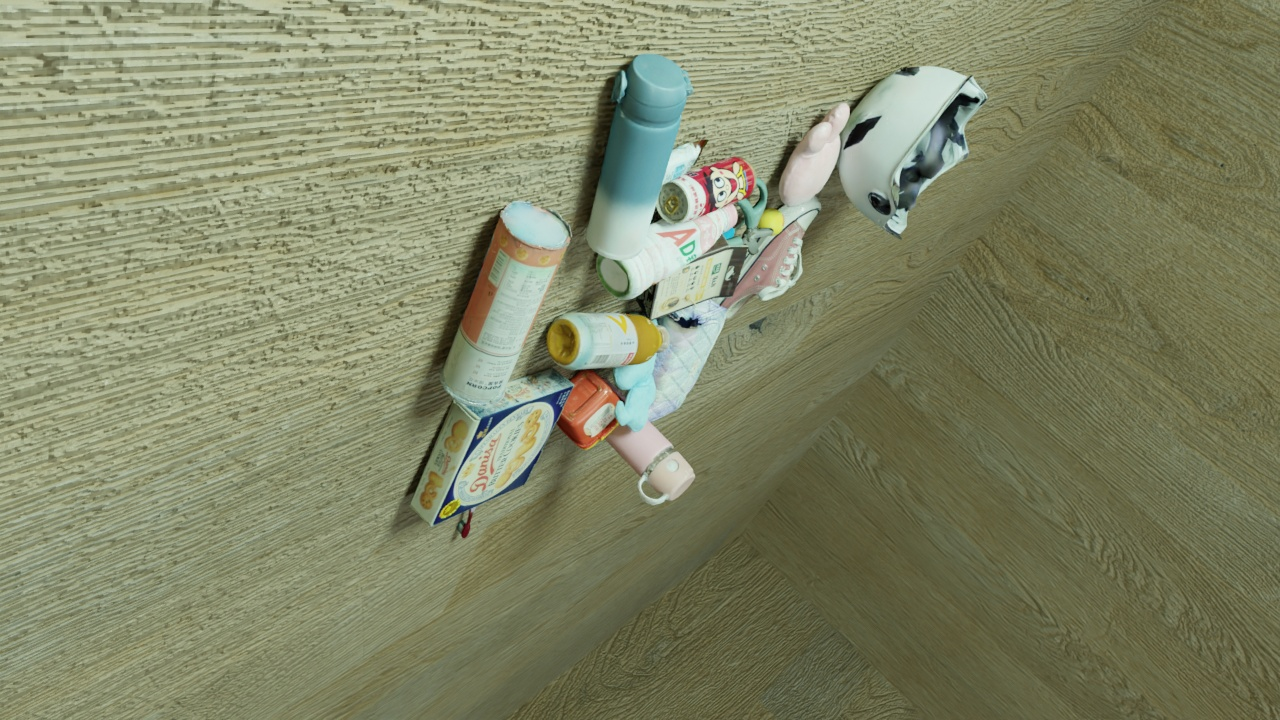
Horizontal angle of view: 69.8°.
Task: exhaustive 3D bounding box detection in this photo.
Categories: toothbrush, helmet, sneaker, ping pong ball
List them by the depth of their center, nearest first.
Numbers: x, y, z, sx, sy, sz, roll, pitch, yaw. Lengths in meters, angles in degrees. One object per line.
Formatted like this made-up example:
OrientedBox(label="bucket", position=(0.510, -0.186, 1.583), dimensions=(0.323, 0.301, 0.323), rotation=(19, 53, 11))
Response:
OrientedBox(label="toothbrush", position=(-0.236, 0.194, 1.289), dimensions=(0.016, 0.017, 0.188), rotation=(-26, 152, -39))
OrientedBox(label="helmet", position=(0.365, -0.316, 1.303), dimensions=(0.229, 0.146, 0.258), rotation=(-52, 158, -5))
OrientedBox(label="ping pong ball", position=(0.189, -0.201, 1.332), dimensions=(0.040, 0.040, 0.040), rotation=(-40, 161, -17))
OrientedBox(label="sneaker", position=(0.204, -0.145, 1.407), dimensions=(0.241, 0.088, 0.118), rotation=(-50, 161, 15))

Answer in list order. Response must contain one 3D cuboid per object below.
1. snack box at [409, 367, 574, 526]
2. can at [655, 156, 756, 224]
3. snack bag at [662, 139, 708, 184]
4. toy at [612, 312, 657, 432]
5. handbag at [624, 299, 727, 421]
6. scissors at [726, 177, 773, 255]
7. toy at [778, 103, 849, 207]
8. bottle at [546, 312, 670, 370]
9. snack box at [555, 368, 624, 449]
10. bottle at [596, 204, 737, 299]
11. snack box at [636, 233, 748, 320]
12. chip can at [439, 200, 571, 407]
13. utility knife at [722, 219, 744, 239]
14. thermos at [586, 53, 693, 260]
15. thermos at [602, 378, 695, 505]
OrientedBox(label="snack box", position=(-0.184, 0.106, 1.149), dimensions=(0.182, 0.046, 0.178), rotation=(-20, 145, -53))
OrientedBox(label="can", position=(0.077, -0.199, 1.071), dimensions=(0.132, 0.053, 0.053), rotation=(-28, 155, -42))
OrientedBox(label="snack bag", position=(0.030, -0.210, 0.990), dimensions=(0.104, 0.026, 0.048), rotation=(-34, 165, -33))
OrientedBox(label="toy", position=(-0.007, 0.007, 1.255), dimensions=(0.156, 0.050, 0.161), rotation=(69, 36, -44))
OrientedBox(label="handbag", position=(0.053, -0.007, 1.368), dimensions=(0.133, 0.075, 0.194), rotation=(-25, 146, -47))
OrientedBox(label="scissors", position=(0.123, -0.168, 1.253), dimensions=(0.176, 0.019, 0.175), rotation=(-43, 152, -5))
OrientedBox(label="toy", position=(0.238, -0.279, 1.251), dimensions=(0.121, 0.054, 0.160), rotation=(-45, 164, -29))
OrientedBox(label="bottle", position=(-0.033, -0.025, 1.140), dimensions=(0.189, 0.068, 0.068), rotation=(-3, 135, -51))
OrientedBox(label="snack box", position=(-0.074, 0.065, 1.268), dimensions=(0.091, 0.082, 0.080), rotation=(-43, 152, -11))
OrientedBox(label="bottle", position=(0.038, -0.141, 1.087), dimensions=(0.196, 0.068, 0.068), rotation=(-33, 158, -33))
OrientedBox(label="snack box", position=(0.064, -0.113, 1.183), dimensions=(0.125, 0.053, 0.113), rotation=(-22, 154, -19))
OrientedBox(label="chip can", position=(-0.135, -0.051, 0.899), dimensions=(0.071, 0.071, 0.215), rotation=(-25, 153, -46))
OrientedBox(label="utility knife", position=(0.099, -0.153, 1.277), dimensions=(0.204, 0.018, 0.034), rotation=(-43, 161, -12))
OrientedBox(label="thermos", position=(-0.007, -0.193, 0.893), dimensions=(0.070, 0.070, 0.221), rotation=(-34, 158, -32))
OrientedBox(label="thermos", position=(-0.014, 0.121, 1.323), dimensions=(0.087, 0.198, 0.067), rotation=(-36, 160, -23))
